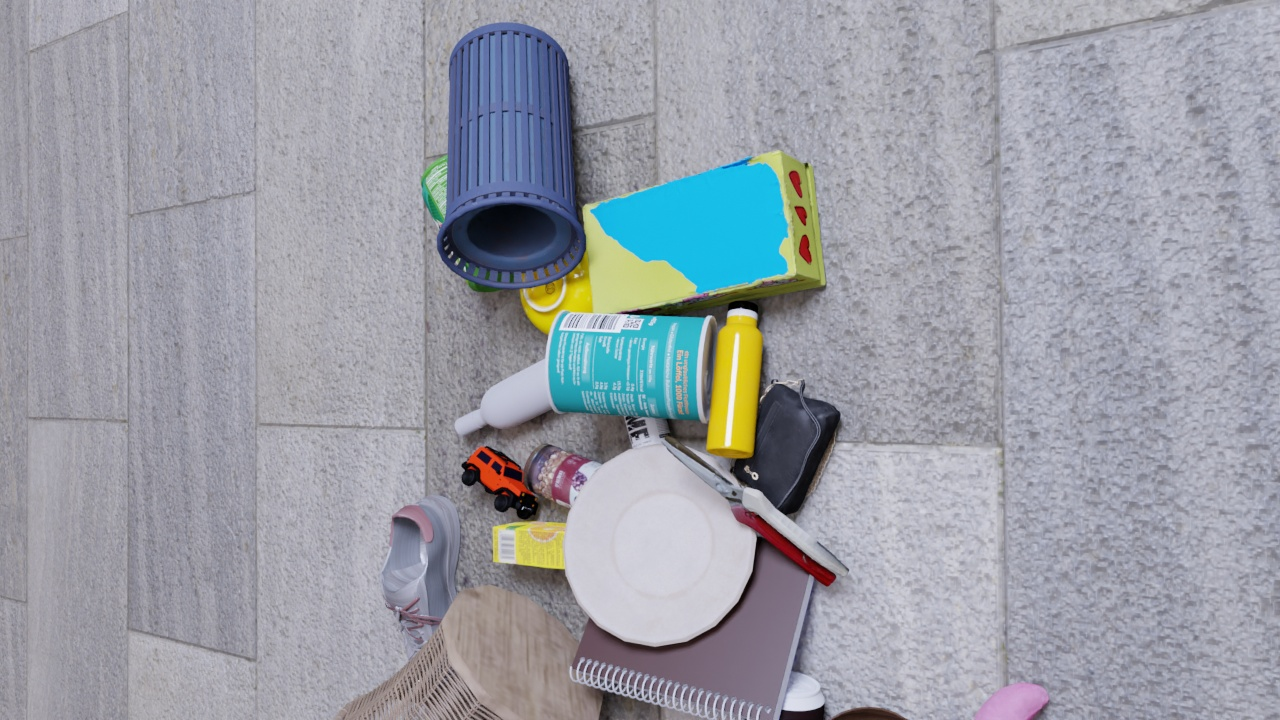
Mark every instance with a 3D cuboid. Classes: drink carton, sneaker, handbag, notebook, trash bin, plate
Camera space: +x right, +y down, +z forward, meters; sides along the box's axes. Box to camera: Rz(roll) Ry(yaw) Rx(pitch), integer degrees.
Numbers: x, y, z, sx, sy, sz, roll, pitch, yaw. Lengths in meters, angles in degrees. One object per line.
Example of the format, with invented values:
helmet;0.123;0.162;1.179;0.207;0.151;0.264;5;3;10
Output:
drink carton;-0.087;0.195;0.976;0.135;0.058;0.043;-2;88;31
sneaker;-0.260;0.278;1.066;0.099;0.089;0.236;-8;85;32
handbag;0.129;0.078;0.844;0.079;0.054;0.129;31;108;33
notebook;0.048;0.240;0.863;0.209;0.022;0.171;3;59;32
trash bin;-0.131;-0.213;0.925;0.140;0.139;0.249;-24;56;30
plate;0.019;0.174;0.875;0.189;0.027;0.188;-6;69;17

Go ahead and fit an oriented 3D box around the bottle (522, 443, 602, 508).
bottle;-0.066;0.129;0.965;0.105;0.056;0.056;17;98;31

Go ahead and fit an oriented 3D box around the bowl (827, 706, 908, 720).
bowl;0.192;0.356;0.793;0.119;0.032;0.119;0;86;-3

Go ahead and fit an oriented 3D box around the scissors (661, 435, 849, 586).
scissors;0.098;0.136;0.824;0.189;0.015;0.140;17;136;33

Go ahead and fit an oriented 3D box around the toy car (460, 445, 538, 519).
toy car;-0.154;0.134;1.021;0.100;0.051;0.049;30;87;36

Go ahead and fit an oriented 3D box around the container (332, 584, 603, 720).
container;-0.172;0.368;0.941;0.227;0.226;0.196;45;105;25

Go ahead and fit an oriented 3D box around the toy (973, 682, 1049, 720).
toy;0.299;0.349;0.697;0.266;0.186;0.128;-5;124;41

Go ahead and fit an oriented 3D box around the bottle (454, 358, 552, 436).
bottle;-0.129;0.040;1.008;0.196;0.052;0.052;-26;76;30

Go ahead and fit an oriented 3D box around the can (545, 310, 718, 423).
can;-0.005;0.005;0.865;0.144;0.099;0.099;3;91;14

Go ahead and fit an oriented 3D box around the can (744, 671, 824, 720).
can;0.127;0.354;0.830;0.072;0.071;0.128;5;92;32

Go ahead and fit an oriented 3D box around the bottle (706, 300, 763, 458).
bottle;0.089;0.016;0.851;0.043;0.043;0.143;-3;71;32

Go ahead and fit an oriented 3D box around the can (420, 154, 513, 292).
can;-0.183;-0.155;1.026;0.083;0.083;0.144;-39;70;26

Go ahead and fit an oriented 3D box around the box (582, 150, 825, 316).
box;0.058;-0.112;0.879;0.221;0.079;0.124;-12;83;30

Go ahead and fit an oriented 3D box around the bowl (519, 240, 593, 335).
bowl;-0.082;-0.078;0.970;0.117;0.067;0.117;0;89;33

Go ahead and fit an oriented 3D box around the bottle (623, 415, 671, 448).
bottle;0.000;0.040;0.933;0.041;0.041;0.116;-21;78;30
